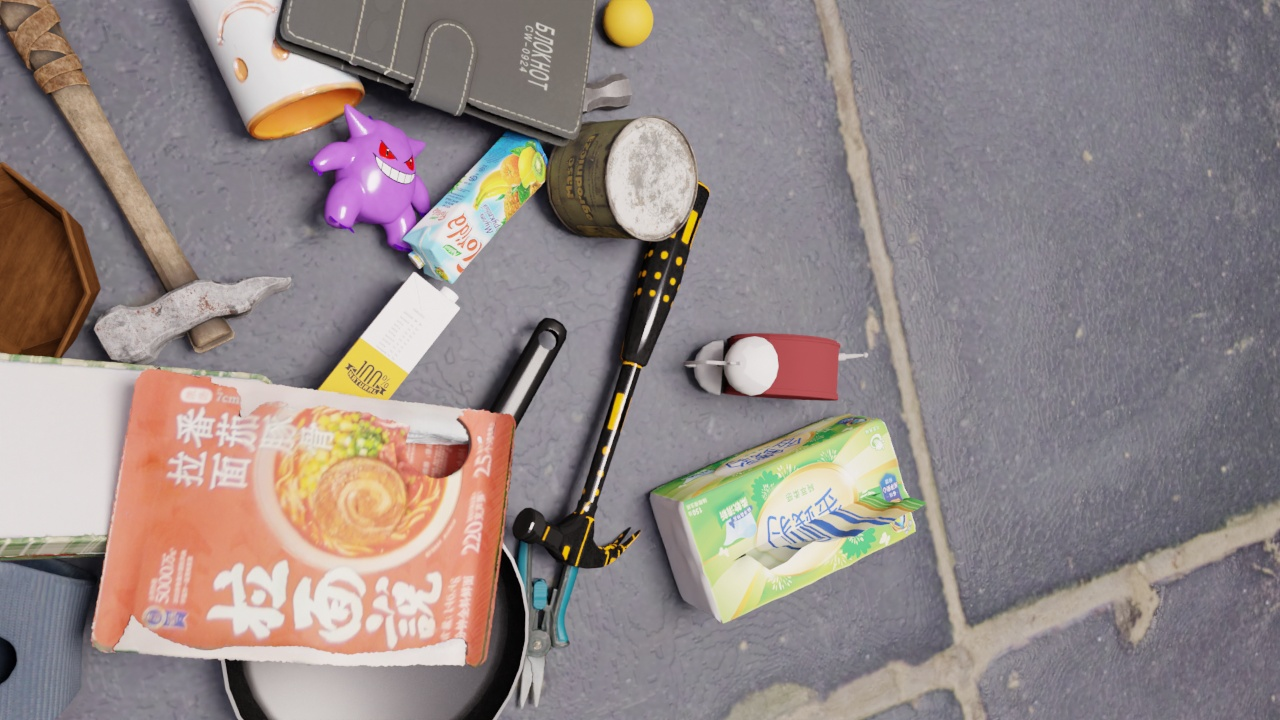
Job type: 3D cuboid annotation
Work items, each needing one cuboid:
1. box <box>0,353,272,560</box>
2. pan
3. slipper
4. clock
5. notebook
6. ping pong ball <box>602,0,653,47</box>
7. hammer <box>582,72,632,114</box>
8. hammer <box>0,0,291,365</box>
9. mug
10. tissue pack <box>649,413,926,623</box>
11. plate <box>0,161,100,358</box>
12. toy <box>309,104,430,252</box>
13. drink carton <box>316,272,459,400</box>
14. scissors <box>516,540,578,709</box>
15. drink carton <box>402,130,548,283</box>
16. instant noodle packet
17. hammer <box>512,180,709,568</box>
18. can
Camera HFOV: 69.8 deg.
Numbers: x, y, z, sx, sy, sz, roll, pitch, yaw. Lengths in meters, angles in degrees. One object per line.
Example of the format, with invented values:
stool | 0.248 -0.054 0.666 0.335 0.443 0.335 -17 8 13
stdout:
box | -0.326 0.060 0.551 0.205 0.050 0.117 5 66 -41
pan | -0.148 0.125 0.665 0.204 0.044 0.355 31 76 -14
slipper | -0.383 0.132 0.561 0.082 0.101 0.263 -18 89 -27
clock | 0.103 0.006 0.733 0.137 0.096 0.048 5 86 -22
notebook | -0.128 -0.251 0.630 0.208 0.029 0.169 13 78 -27
ping pong ball | -0.010 -0.269 0.726 0.040 0.040 0.040 0 89 -20
hammer | -0.096 -0.331 0.688 0.111 0.028 0.301 -19 99 -25
hammer | -0.357 -0.151 0.601 0.121 0.049 0.319 -30 97 -20
mug | -0.247 -0.215 0.619 0.082 0.082 0.105 -26 96 -19
tissue pack | 0.127 0.122 0.713 0.197 0.141 0.120 -26 97 -18
plate | -0.388 -0.053 0.568 0.131 0.025 0.131 2 97 14
toy | -0.190 -0.130 0.651 0.106 0.056 0.088 18 87 -53
drink carton | -0.181 -0.005 0.650 0.040 0.059 0.122 39 77 -15
scissors | -0.079 0.186 0.704 0.126 0.019 0.144 -34 93 -7
drink carton | -0.118 -0.113 0.671 0.128 0.039 0.044 -53 144 -23
instant noodle packet | -0.202 0.099 0.568 0.220 0.084 0.164 10 83 -25
hammer | -0.004 0.004 0.715 0.123 0.036 0.320 31 72 -47
can | -0.014 -0.136 0.691 0.089 0.075 0.090 -9 104 -40
